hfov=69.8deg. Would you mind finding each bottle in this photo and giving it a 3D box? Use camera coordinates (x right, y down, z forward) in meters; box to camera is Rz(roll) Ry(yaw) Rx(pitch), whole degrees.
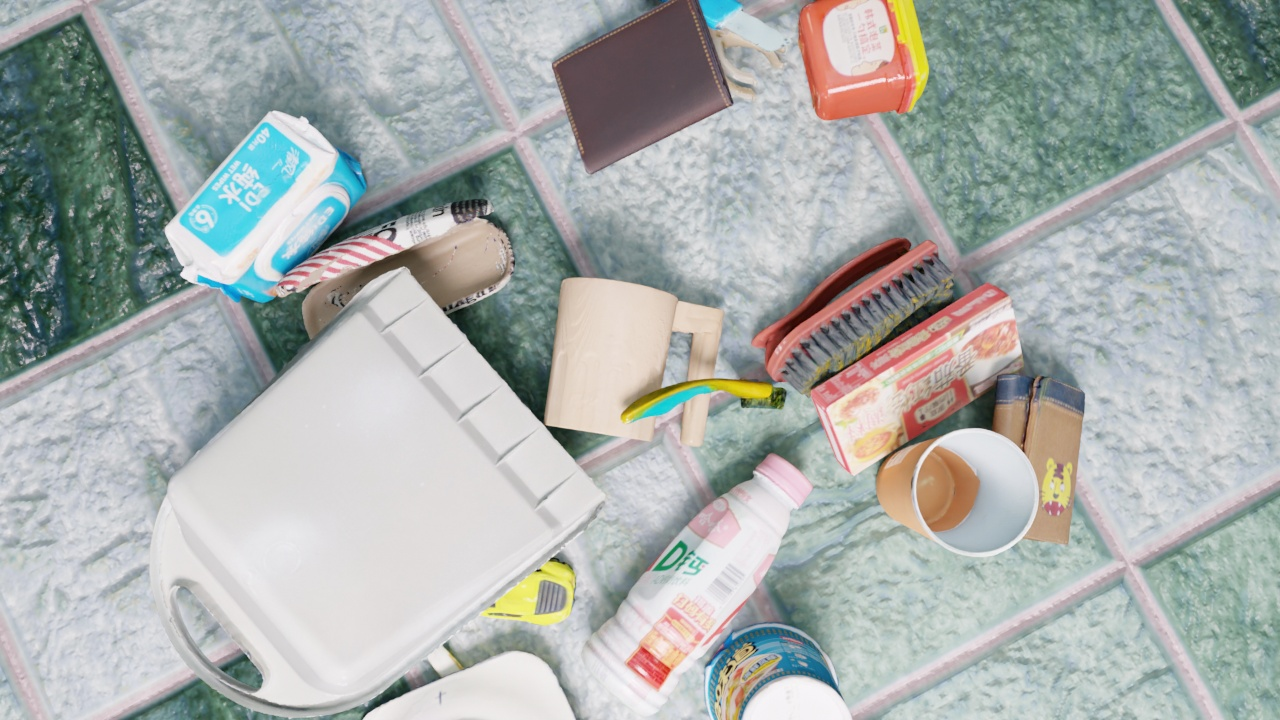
[{"bbox_3d":[0.044,0.151,0.643,0.068,0.068,0.196,40,81,4],"label":"bottle"}]

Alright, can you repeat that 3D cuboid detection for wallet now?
[{"bbox_3d":[0.280,0.071,0.653,0.090,0.033,0.115,13,84,-34],"label":"wallet"},{"bbox_3d":[-0.001,-0.206,0.681,0.122,0.020,0.096,-21,80,20],"label":"wallet"}]

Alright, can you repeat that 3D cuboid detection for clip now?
[{"bbox_3d":[0.072,-0.253,0.701,0.083,0.035,0.104,-34,77,0],"label":"clip"}]

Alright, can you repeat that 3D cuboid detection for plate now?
[{"bbox_3d":[-0.112,0.298,0.629,0.164,0.034,0.163,-26,85,7],"label":"plate"}]

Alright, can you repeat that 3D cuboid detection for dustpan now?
[{"bbox_3d":[-0.202,0.111,0.627,0.257,0.143,0.222,-41,88,-28],"label":"dustpan"}]

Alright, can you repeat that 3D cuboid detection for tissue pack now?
[{"bbox_3d":[-0.261,-0.104,0.653,0.063,0.090,0.140,39,85,4],"label":"tissue pack"}]

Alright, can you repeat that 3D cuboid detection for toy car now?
[{"bbox_3d":[-0.099,0.162,0.656,0.105,0.032,0.048,7,84,2],"label":"toy car"}]

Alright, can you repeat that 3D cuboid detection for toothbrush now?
[{"bbox_3d":[-0.091,0.273,0.654,0.016,0.018,0.191,-42,83,-7],"label":"toothbrush"}]

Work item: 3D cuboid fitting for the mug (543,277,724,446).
[{"bbox_3d":[-0.004,0.004,0.655,0.124,0.084,0.103,11,85,-21],"label":"mug"}]

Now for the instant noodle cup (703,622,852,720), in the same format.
[{"bbox_3d":[0.094,0.234,0.611,0.099,0.110,0.099,0,85,0],"label":"instant noodle cup"}]

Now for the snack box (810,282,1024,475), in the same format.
[{"bbox_3d":[0.199,0.014,0.655,0.153,0.025,0.075,-31,127,-3],"label":"snack box"}]

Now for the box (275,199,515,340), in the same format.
[{"bbox_3d":[-0.171,-0.058,0.667,0.163,0.076,0.088,-25,111,-3],"label":"box"}]

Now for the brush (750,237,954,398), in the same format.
[{"bbox_3d":[0.153,-0.032,0.667,0.146,0.063,0.069,-33,55,-2],"label":"brush"}]

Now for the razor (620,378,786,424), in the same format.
[{"bbox_3d":[0.040,0.027,0.631,0.132,0.043,0.028,-6,96,-36],"label":"razor"}]

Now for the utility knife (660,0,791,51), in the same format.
[{"bbox_3d":[0.031,-0.279,0.689,0.191,0.018,0.034,36,83,16],"label":"utility knife"}]

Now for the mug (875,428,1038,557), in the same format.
[{"bbox_3d":[0.203,0.087,0.620,0.078,0.123,0.078,0,84,-1],"label":"mug"}]

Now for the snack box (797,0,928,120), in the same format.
[{"bbox_3d":[0.161,-0.227,0.676,0.080,0.082,0.091,-12,83,8],"label":"snack box"}]
